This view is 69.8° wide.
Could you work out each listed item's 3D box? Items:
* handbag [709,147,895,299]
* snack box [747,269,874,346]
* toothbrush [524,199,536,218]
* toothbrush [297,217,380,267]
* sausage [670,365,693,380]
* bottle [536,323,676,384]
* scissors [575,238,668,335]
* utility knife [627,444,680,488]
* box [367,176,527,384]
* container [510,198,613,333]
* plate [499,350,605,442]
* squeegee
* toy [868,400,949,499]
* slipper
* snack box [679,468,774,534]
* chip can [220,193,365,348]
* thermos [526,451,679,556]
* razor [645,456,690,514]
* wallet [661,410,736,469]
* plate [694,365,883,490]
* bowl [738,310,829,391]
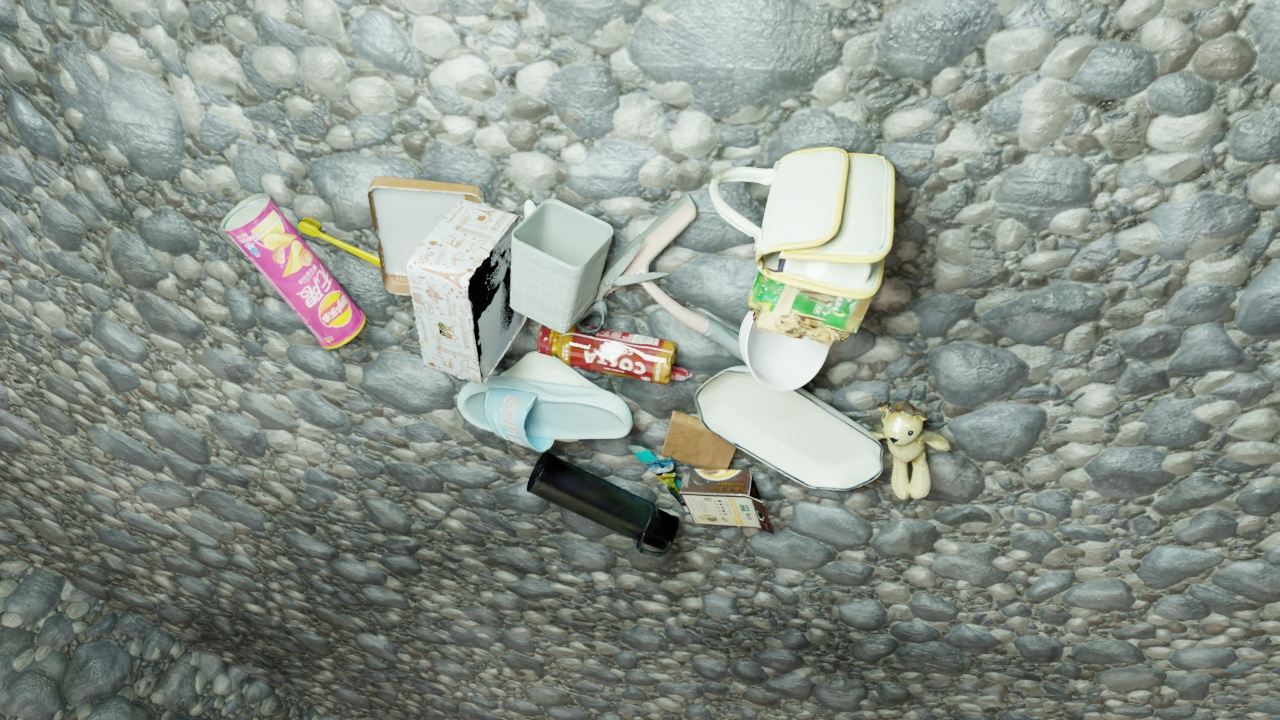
[{"bbox_3d":[0.150,-0.144,0.874,0.179,0.163,0.063,11,138,8],"label":"handbag"},{"bbox_3d":[0.180,-0.097,0.963,0.118,0.105,0.118,14,138,1],"label":"snack box"},{"bbox_3d":[-0.127,-0.117,1.112,0.016,0.018,0.192,8,139,7],"label":"toothbrush"},{"bbox_3d":[-0.342,-0.134,1.169,0.190,0.016,0.016,25,138,-12],"label":"toothbrush"},{"bbox_3d":[-0.007,0.007,1.213,0.156,0.020,0.020,11,140,7],"label":"sausage"},{"bbox_3d":[-0.044,-0.012,1.173,0.175,0.057,0.058,11,140,7],"label":"bottle"},{"bbox_3d":[-0.045,-0.089,1.093,0.175,0.014,0.160,20,133,19],"label":"scissors"},{"bbox_3d":[0.032,0.170,1.392,0.029,0.013,0.157,-14,134,33],"label":"utility knife"},{"bbox_3d":[-0.243,-0.105,1.071,0.193,0.156,0.183,16,138,11],"label":"box"},{"bbox_3d":[-0.094,-0.103,1.044,0.090,0.090,0.115,27,137,11],"label":"container"},{"bbox_3d":[-0.127,0.064,1.308,0.164,0.034,0.164,35,137,-20],"label":"plate"},{"bbox_3d":[0.069,-0.052,1.105,0.249,0.040,0.248,33,137,-20],"label":"squeegee"},{"bbox_3d":[0.342,0.118,1.185,0.105,0.066,0.157,10,135,34],"label":"toy"},{"bbox_3d":[-0.132,0.082,1.245,0.246,0.074,0.104,3,139,14],"label":"slipper"},{"bbox_3d":[0.131,0.209,1.361,0.126,0.053,0.113,0,146,17],"label":"snack box"},{"bbox_3d":[-0.443,-0.112,1.185,0.071,0.071,0.211,-6,135,25],"label":"chip can"},{"bbox_3d":[-0.057,0.230,1.431,0.242,0.089,0.069,27,122,-12],"label":"thermos"},{"bbox_3d":[0.052,0.196,1.390,0.043,0.022,0.143,-10,136,22],"label":"razor"},{"bbox_3d":[0.086,0.119,1.311,0.101,0.020,0.115,15,143,4],"label":"wallet"},{"bbox_3d":[0.198,0.085,1.209,0.265,0.034,0.162,30,142,-11],"label":"plate"},{"bbox_3d":[0.155,-0.028,1.070,0.118,0.118,0.065,44,170,-29],"label":"bowl"}]
